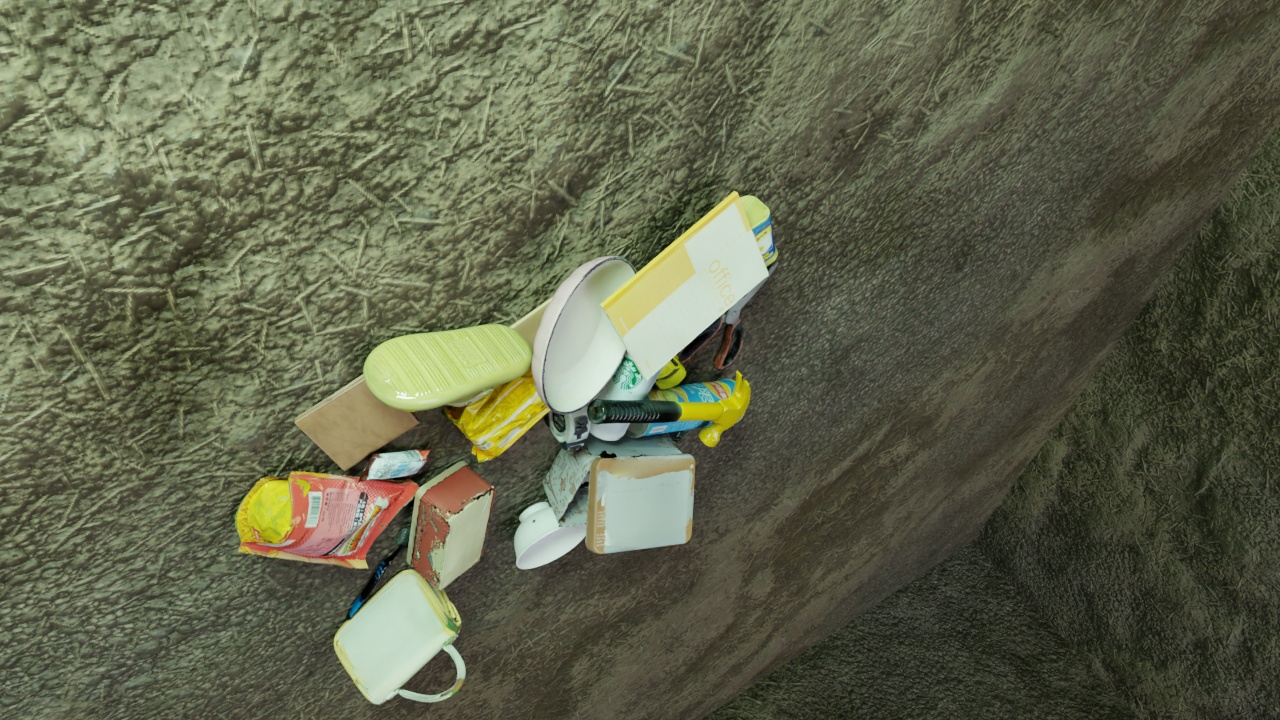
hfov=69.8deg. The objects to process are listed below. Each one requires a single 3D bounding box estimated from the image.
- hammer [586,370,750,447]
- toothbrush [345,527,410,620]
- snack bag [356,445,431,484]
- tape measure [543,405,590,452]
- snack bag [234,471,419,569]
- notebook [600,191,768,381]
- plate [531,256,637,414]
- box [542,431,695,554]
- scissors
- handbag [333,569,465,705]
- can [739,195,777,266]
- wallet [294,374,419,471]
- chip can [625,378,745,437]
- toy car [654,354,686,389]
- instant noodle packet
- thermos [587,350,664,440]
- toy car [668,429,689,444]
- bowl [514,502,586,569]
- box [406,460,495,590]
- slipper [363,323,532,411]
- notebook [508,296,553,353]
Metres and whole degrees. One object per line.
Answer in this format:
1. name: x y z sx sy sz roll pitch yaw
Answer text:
1. hammer: 0.044 0.067 1.222 0.300 0.033 0.129 3 131 -49
2. toothbrush: -0.357 0.290 1.241 0.016 0.014 0.190 9 125 -51
3. snack bag: -0.287 0.122 1.077 0.048 0.026 0.104 -54 156 21
4. tape measure: -0.093 0.075 1.193 0.033 0.065 0.066 -14 143 -34
5. snack bag: -0.356 0.183 1.060 0.128 0.073 0.207 -57 153 3
6. notebook: 0.057 -0.085 1.081 0.206 0.010 0.146 -40 138 -9
7. plate: -0.067 -0.033 1.049 0.191 0.039 0.193 -46 149 -38
8. box: -0.013 0.192 1.302 0.181 0.166 0.151 4 131 -34
9. scissors: 0.123 -0.052 1.310 0.225 0.015 0.189 -43 149 6
10. handbag: -0.317 0.402 1.270 0.163 0.178 0.063 -43 155 2
11. can: 0.118 -0.146 1.144 0.102 0.057 0.083 -35 146 -9
12. wallet: -0.306 0.065 0.999 0.101 0.020 0.115 -33 146 -10
13. chip can: 0.063 0.068 1.349 0.209 0.071 0.071 -3 134 -44
14. toy car: 0.031 0.009 1.259 0.048 0.032 0.105 -33 142 6
15. instant noodle packet: -0.164 0.055 1.095 0.128 0.044 0.111 -38 143 -10
16. thermos: -0.007 0.007 1.183 0.073 0.073 0.225 -9 141 -41
17. toy car: 0.033 0.104 1.394 0.091 0.036 0.043 2 134 -37
18. bowl: -0.144 0.250 1.363 0.118 0.064 0.118 -25 153 -14
19. box: -0.243 0.223 1.194 0.091 0.078 0.169 -34 153 -42
20. slipper: -0.203 0.019 0.983 0.190 0.091 0.082 -17 145 -39
21. notebook: -0.106 -0.022 1.110 0.207 0.008 0.148 -36 149 -7
